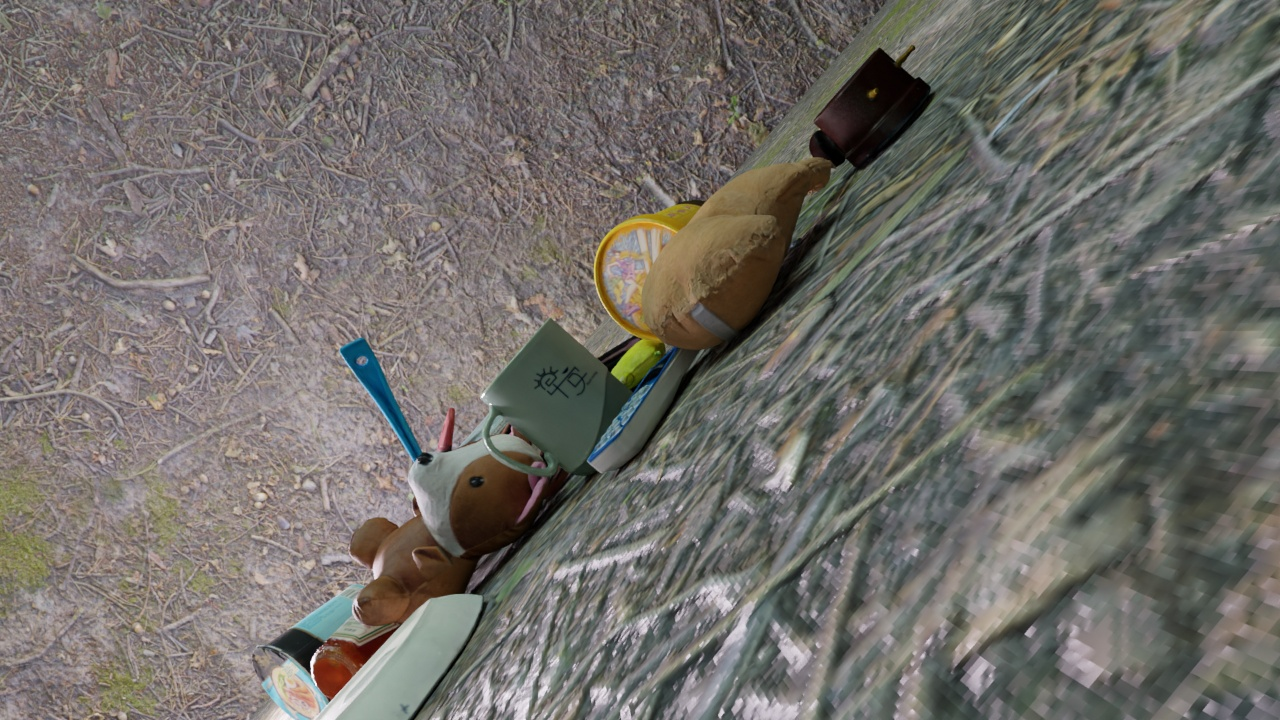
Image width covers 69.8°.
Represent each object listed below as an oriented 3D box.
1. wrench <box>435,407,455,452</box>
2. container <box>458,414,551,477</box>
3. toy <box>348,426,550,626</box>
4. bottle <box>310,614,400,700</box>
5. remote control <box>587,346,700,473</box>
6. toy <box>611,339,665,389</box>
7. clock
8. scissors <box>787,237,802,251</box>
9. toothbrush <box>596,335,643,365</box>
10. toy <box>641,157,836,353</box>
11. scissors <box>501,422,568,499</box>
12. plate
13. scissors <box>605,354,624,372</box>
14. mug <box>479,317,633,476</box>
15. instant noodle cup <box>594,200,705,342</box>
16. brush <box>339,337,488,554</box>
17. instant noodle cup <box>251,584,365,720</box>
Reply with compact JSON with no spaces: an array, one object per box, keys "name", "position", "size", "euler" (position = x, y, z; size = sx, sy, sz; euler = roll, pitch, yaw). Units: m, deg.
[{"name":"wrench","position":[-0.224,0.169,0.977],"size":[0.056,0.016,0.274],"euler":[-101,25,-59]},{"name":"container","position":[-0.124,0.090,0.942],"size":[0.089,0.090,0.112],"euler":[-52,9,-33]},{"name":"toy","position":[-0.160,0.132,0.781],"size":[0.199,0.130,0.140],"euler":[-38,34,3]},{"name":"bottle","position":[-0.236,0.246,0.886],"size":[0.060,0.060,0.205],"euler":[-46,0,24]},{"name":"remote control","position":[0.005,0.031,0.660],"size":[0.049,0.024,0.124],"euler":[-43,9,44]},{"name":"toy","position":[-0.005,0.005,0.894],"size":[0.096,0.031,0.100],"euler":[-50,5,-39]},{"name":"clock","position":[0.178,-0.197,0.739],"size":[0.081,0.055,0.122],"euler":[-51,4,-22]},{"name":"scissors","position":[0.086,-0.065,0.756],"size":[0.135,0.017,0.133],"euler":[-39,13,34]},{"name":"toothbrush","position":[-0.016,-0.013,0.934],"size":[0.188,0.014,0.017],"euler":[-31,-14,-18]},{"name":"toy","position":[0.076,-0.091,0.687],"size":[0.144,0.082,0.225],"euler":[-31,15,40]},{"name":"scissors","position":[-0.126,0.139,0.838],"size":[0.199,0.015,0.204],"euler":[-15,63,32]},{"name":"plate","position":[-0.214,0.267,0.673],"size":[0.266,0.034,0.161],"euler":[-47,6,13]},{"name":"scissors","position":[-0.012,-0.018,1.106],"size":[0.221,0.021,0.227],"euler":[-40,3,12]},{"name":"mug","position":[-0.068,0.042,0.717],"size":[0.111,0.106,0.082],"euler":[-50,6,-21]},{"name":"instant noodle cup","position":[0.033,-0.092,0.867],"size":[0.119,0.118,0.114],"euler":[-44,0,36]},{"name":"brush","position":[-0.210,0.093,0.864],"size":[0.083,0.255,0.046],"euler":[-27,18,-8]},{"name":"instant noodle cup","position":[-0.315,0.299,0.948],"size":[0.111,0.111,0.120],"euler":[-43,-1,43]}]
